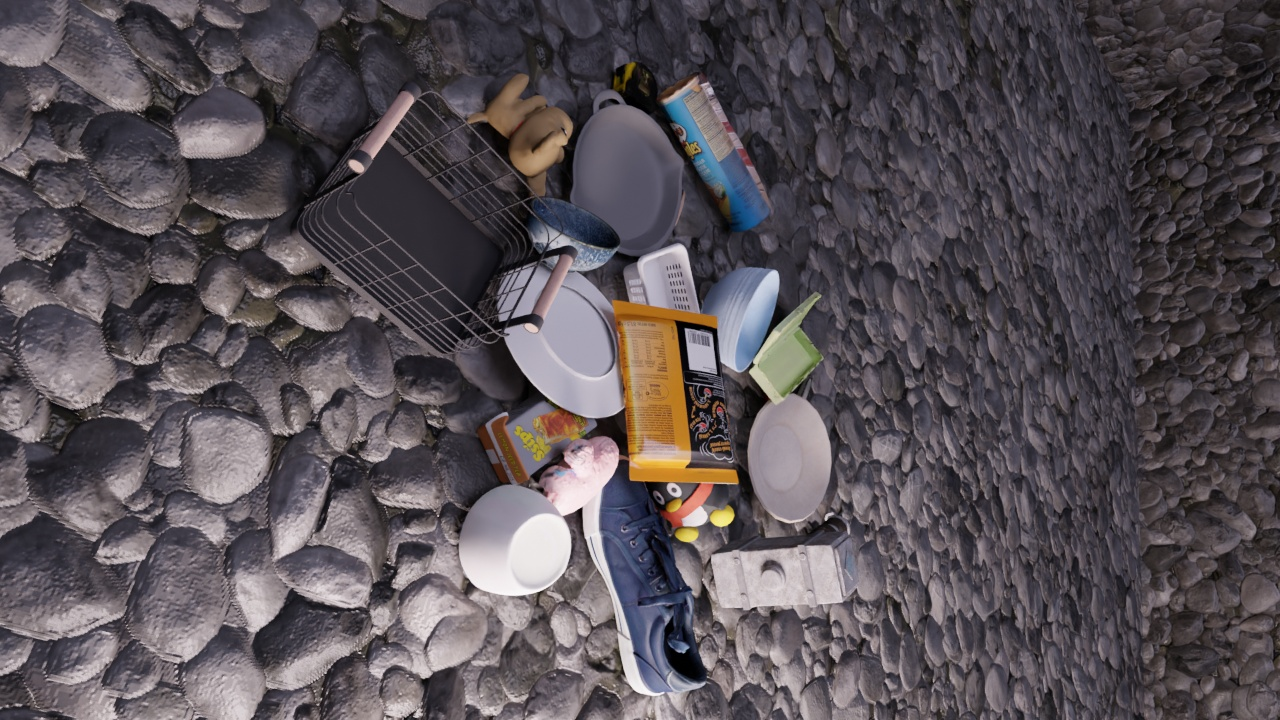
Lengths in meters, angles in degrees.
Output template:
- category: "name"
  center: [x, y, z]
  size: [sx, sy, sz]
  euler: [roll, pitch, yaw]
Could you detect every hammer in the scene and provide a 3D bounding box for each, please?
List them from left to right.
- category: "hammer"
  center: [0.244, 0.264, 1.297]
  size: [0.325, 0.177, 0.079]
  euler: [-9, 88, -60]

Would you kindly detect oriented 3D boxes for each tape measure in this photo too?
- category: "tape measure"
  center: [-0.004, -0.371, 1.244]
  size: [0.067, 0.038, 0.062]
  euler: [22, 66, -42]

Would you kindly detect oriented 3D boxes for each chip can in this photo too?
- category: "chip can"
  center: [0.111, -0.299, 1.326]
  size: [0.229, 0.080, 0.079]
  euler: [56, 47, -23]

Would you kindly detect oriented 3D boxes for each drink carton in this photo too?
- category: "drink carton"
  center: [-0.113, 0.076, 1.019]
  size: [0.124, 0.049, 0.076]
  euler: [-35, 107, -45]

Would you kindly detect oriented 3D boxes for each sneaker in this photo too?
- category: "sneaker"
  center: [0.018, 0.250, 1.069]
  size: [0.120, 0.127, 0.294]
  euler: [-16, 91, -49]

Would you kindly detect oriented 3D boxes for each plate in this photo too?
- category: "plate"
  center: [-0.077, -0.032, 1.060]
  size: [0.208, 0.015, 0.208]
  euler: [31, 43, -33]
- category: "plate"
  center: [0.215, 0.144, 1.357]
  size: [0.188, 0.027, 0.188]
  euler: [6, 81, -41]

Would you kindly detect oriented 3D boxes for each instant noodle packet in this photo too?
- category: "instant noodle packet"
  center: [0.043, 0.039, 1.111]
  size: [0.159, 0.032, 0.220]
  euler: [7, 68, -34]

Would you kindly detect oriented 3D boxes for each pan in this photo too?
- category: "pan"
  center: [-0.003, -0.174, 1.208]
  size: [0.215, 0.024, 0.355]
  euler: [-29, 108, -41]

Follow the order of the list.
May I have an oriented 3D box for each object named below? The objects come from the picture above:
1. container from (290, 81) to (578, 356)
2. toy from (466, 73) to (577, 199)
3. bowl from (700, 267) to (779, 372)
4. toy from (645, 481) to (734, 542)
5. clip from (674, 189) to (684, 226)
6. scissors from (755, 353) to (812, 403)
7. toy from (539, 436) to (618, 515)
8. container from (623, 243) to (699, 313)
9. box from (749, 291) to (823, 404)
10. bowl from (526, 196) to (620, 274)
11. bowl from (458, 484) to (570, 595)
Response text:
- category: "container"
  center: [-0.199, -0.132, 0.912]
  size: [0.241, 0.131, 0.162]
  euler: [45, 52, -31]
- category: "toy"
  center: [-0.129, -0.263, 1.054]
  size: [0.105, 0.134, 0.108]
  euler: [-38, 82, -22]
- category: "bowl"
  center: [0.130, -0.066, 1.275]
  size: [0.150, 0.075, 0.151]
  euler: [-51, 154, -39]
- category: "toy"
  center: [0.052, 0.153, 1.148]
  size: [0.119, 0.098, 0.099]
  euler: [40, 37, -25]
- category: "clip"
  center: [0.039, -0.217, 1.268]
  size: [0.041, 0.024, 0.060]
  euler: [28, 65, -40]
- category: "scissors"
  center: [0.223, 0.075, 1.406]
  size: [0.178, 0.015, 0.199]
  euler: [-23, 99, -46]
- category: "toy"
  center: [-0.071, 0.124, 1.015]
  size: [0.108, 0.053, 0.105]
  euler: [-45, 159, -4]
- category: "container"
  center: [0.026, -0.079, 1.179]
  size: [0.080, 0.050, 0.129]
  euler: [-25, 109, -36]
- category: "box"
  center: [0.220, -0.021, 1.371]
  size: [0.187, 0.064, 0.130]
  euler: [-38, 130, -53]
- category: "bowl"
  center: [-0.088, -0.138, 1.077]
  size: [0.114, 0.061, 0.114]
  euler: [24, 25, -12]
- category: "bowl"
  center: [-0.123, 0.191, 0.952]
  size: [0.116, 0.066, 0.116]
  euler: [-7, 100, -43]
